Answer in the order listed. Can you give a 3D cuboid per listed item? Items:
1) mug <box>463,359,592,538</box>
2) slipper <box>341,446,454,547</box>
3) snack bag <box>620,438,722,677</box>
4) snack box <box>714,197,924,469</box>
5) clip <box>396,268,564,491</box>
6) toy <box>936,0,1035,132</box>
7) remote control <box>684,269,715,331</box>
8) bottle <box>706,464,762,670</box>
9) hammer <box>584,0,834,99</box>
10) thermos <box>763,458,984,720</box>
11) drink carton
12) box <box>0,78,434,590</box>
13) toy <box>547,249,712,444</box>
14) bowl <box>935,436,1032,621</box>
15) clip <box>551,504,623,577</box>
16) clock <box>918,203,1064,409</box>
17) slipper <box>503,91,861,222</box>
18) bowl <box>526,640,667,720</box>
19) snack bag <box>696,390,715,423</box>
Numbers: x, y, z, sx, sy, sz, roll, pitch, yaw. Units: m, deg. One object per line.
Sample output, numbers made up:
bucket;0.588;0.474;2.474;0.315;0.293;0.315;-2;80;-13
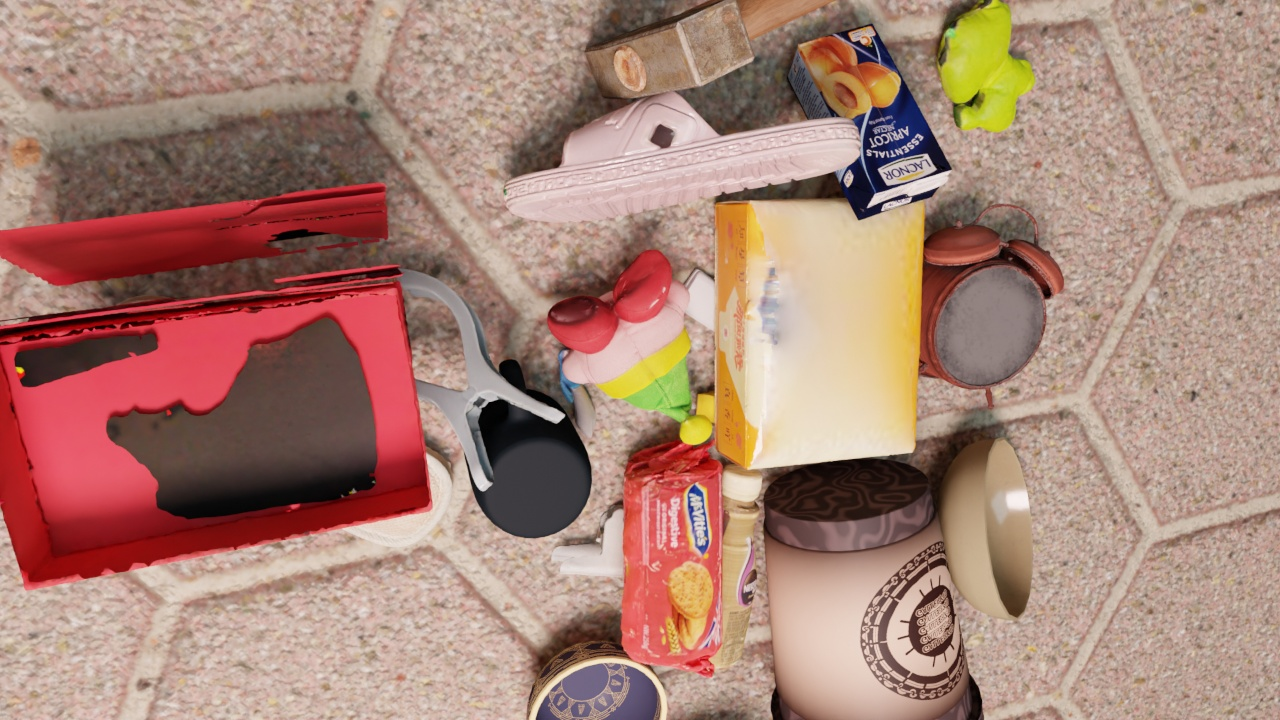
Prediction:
mug;-0.084;0.058;0.657;0.085;0.094;0.122;-11;109;-12
slipper;-0.247;0.049;0.632;0.263;0.052;0.115;34;96;-21
snack bag;0.022;0.149;0.701;0.082;0.082;0.176;1;84;-16
snack box;0.134;-0.022;0.687;0.145;0.081;0.195;-4;100;-17
clip;-0.140;0.017;0.614;0.112;0.028;0.163;-45;71;-2
toy;0.262;-0.224;0.699;0.093;0.036;0.094;16;108;-25
remote control;0.086;-0.025;0.723;0.131;0.012;0.033;31;96;-21
bottle;0.068;0.167;0.752;0.059;0.059;0.166;6;103;-17
hammer;0.110;-0.251;0.614;0.300;0.158;0.037;-31;112;-19
thermos;0.180;0.208;0.744;0.172;0.173;0.226;-13;103;-12
drink carton;0.159;-0.167;0.647;0.064;0.040;0.130;-19;73;-9
box;-0.193;0.018;0.388;0.216;0.351;0.198;-10;99;-17
toy;-0.004;0.004;0.670;0.124;0.096;0.131;-33;136;-1
bowl;0.289;0.142;0.782;0.152;0.051;0.152;15;72;-53
clip;-0.016;0.151;0.737;0.102;0.056;0.056;8;128;-19
clock;0.265;-0.049;0.733;0.120;0.072;0.158;14;103;-19
slipper;0.022;-0.142;0.608;0.239;0.094;0.064;-8;88;6
bowl;-0.040;0.276;0.753;0.112;0.061;0.112;-4;107;-14
snack bag;0.093;0.035;0.739;0.099;0.020;0.026;-2;106;-15
